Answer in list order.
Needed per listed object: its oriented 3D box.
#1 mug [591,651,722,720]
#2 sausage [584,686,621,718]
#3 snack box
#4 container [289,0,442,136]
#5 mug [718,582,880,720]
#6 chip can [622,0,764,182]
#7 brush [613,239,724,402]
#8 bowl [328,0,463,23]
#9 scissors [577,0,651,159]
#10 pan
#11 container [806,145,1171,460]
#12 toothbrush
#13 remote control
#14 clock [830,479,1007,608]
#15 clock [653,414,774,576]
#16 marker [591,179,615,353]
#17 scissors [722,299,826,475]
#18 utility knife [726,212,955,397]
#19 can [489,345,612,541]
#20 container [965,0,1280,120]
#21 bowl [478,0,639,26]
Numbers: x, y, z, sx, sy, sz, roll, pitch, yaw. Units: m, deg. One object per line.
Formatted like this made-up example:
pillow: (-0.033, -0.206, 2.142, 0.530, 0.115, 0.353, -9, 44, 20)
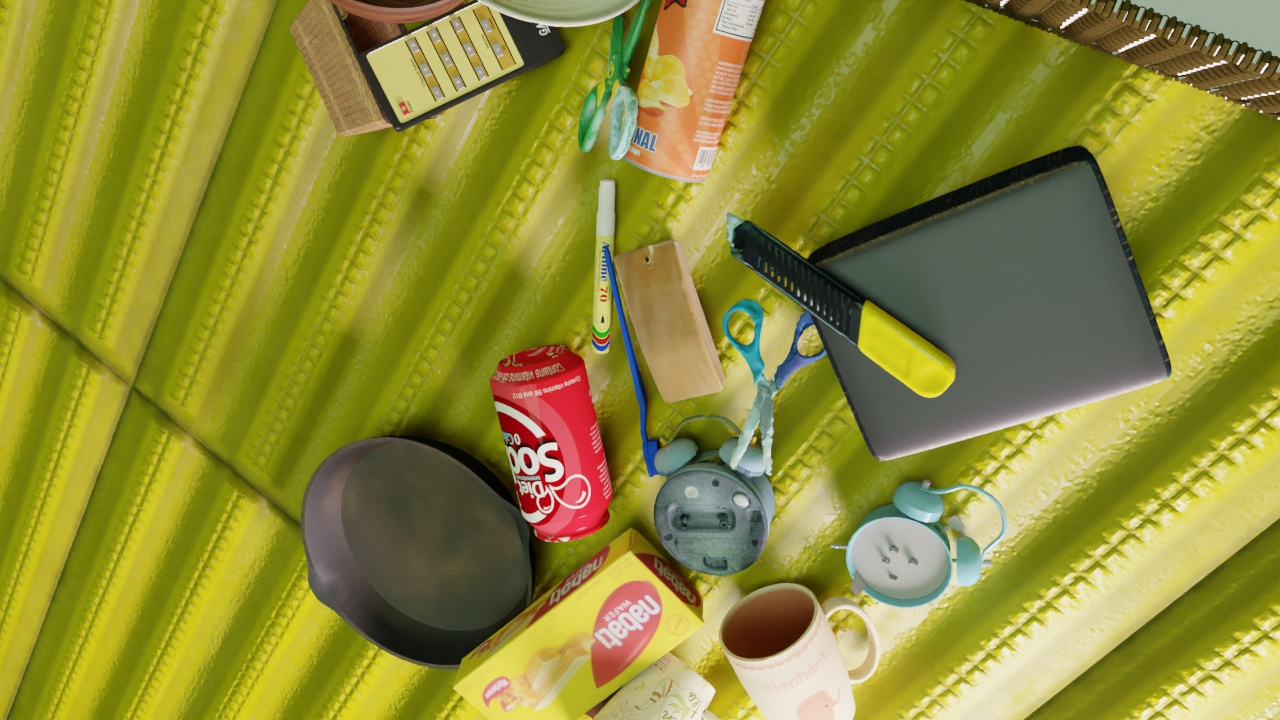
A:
mug: (0.026, 0.302, 0.743, 0.122, 0.097, 0.081, 30, 160, 26)
sausage: (0.017, 0.326, 0.801, 0.155, 0.040, 0.040, 30, 116, 9)
snack box: (-0.051, 0.233, 0.758, 0.201, 0.042, 0.092, -40, 103, 14)
container: (-0.207, -0.223, 0.683, 0.061, 0.063, 0.114, -17, 102, 32)
mug: (0.131, 0.232, 0.708, 0.111, 0.085, 0.104, -27, 109, -3)
chip can: (0.045, -0.224, 0.585, 0.062, 0.062, 0.211, 23, 115, 12)
brush: (0.024, -0.030, 0.674, 0.049, 0.039, 0.117, -14, 102, 24)
bowl: (-0.172, -0.290, 0.628, 0.147, 0.069, 0.147, 2, 80, -13)
scissors: (-0.014, -0.189, 0.614, 0.012, 0.119, 0.129, 7, 129, -26)
pan: (-0.164, 0.222, 0.829, 0.249, 0.043, 0.356, -22, 100, 25)
container: (0.213, -0.032, 0.583, 0.188, 0.071, 0.145, -21, 100, 25)
toothbrush: (-0.004, 0.004, 0.704, 0.011, 0.016, 0.187, -6, 109, 15)
remote control: (-0.124, -0.215, 0.643, 0.133, 0.013, 0.058, -28, 98, -4)
clock: (0.203, 0.132, 0.660, 0.123, 0.041, 0.087, -37, 92, 29)
clock: (0.057, 0.101, 0.700, 0.089, 0.051, 0.124, -4, 106, 23)
marker: (-0.028, -0.070, 0.693, 0.014, 0.014, 0.132, 10, 111, 17)
scissors: (0.101, 0.022, 0.655, 0.086, 0.015, 0.135, -1, 85, 14)
utility knife: (0.119, -0.036, 0.566, 0.171, 0.020, 0.029, 37, 116, 5)
can: (-0.068, 0.064, 0.720, 0.074, 0.074, 0.142, -5, 106, 22)
container: (0.259, -0.233, 0.422, 0.321, 0.204, 0.177, 26, 115, 10)
bowl: (-0.071, -0.284, 0.586, 0.176, 0.176, 0.058, 56, 158, -4)
